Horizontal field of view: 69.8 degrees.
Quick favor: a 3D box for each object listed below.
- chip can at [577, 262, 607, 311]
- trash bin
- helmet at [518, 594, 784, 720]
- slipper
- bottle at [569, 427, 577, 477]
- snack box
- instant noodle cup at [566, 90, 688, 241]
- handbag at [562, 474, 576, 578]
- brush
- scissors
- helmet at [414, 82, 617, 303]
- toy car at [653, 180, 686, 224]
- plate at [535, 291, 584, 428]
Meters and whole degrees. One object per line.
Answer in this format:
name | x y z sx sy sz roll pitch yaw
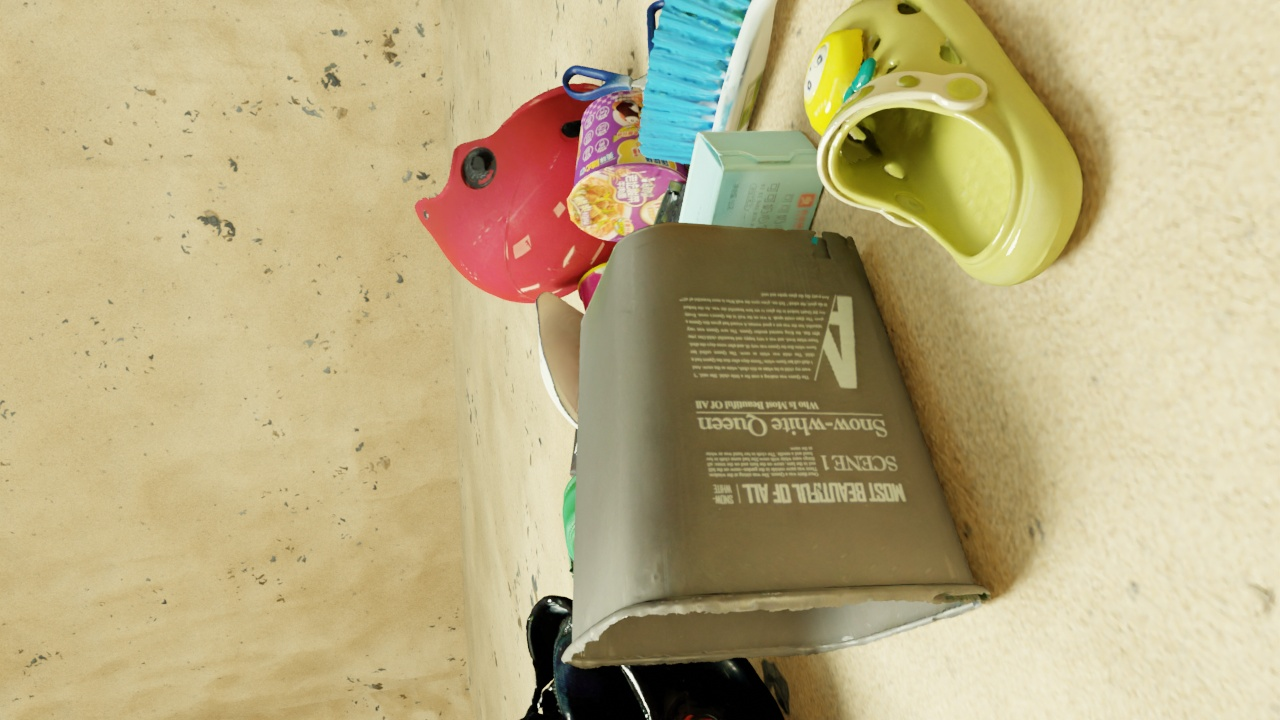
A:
chip can | -0.005 0.005 0.896 0.072 0.071 0.210 109 150 -53
trash bin | 0.056 0.053 0.534 0.199 0.199 0.219 122 146 -61
helmet | 0.003 0.304 0.686 0.234 0.229 0.274 -22 74 57
slipper | 0.125 -0.112 0.431 0.092 0.081 0.190 107 150 -44
bottle | -0.043 0.103 0.963 0.080 0.044 0.194 -48 20 26
snack box | 0.066 -0.073 0.638 0.051 0.074 0.175 -111 23 -43
instant noodle cup | -0.009 -0.176 0.812 0.112 0.111 0.099 118 152 -61
handbag | -0.005 0.157 0.840 0.068 0.131 0.120 -102 12 -53
brush | 0.070 -0.239 0.590 0.109 0.060 0.315 31 145 14
scissors | 0.002 -0.243 0.778 0.012 0.163 0.175 47 -130 -53
helmet | -0.092 -0.150 0.939 0.241 0.206 0.144 -40 68 31
toy car | 0.047 -0.110 0.724 0.053 0.045 0.120 -68 26 6
plate | -0.051 0.022 0.921 0.034 0.163 0.164 -33 51 24
